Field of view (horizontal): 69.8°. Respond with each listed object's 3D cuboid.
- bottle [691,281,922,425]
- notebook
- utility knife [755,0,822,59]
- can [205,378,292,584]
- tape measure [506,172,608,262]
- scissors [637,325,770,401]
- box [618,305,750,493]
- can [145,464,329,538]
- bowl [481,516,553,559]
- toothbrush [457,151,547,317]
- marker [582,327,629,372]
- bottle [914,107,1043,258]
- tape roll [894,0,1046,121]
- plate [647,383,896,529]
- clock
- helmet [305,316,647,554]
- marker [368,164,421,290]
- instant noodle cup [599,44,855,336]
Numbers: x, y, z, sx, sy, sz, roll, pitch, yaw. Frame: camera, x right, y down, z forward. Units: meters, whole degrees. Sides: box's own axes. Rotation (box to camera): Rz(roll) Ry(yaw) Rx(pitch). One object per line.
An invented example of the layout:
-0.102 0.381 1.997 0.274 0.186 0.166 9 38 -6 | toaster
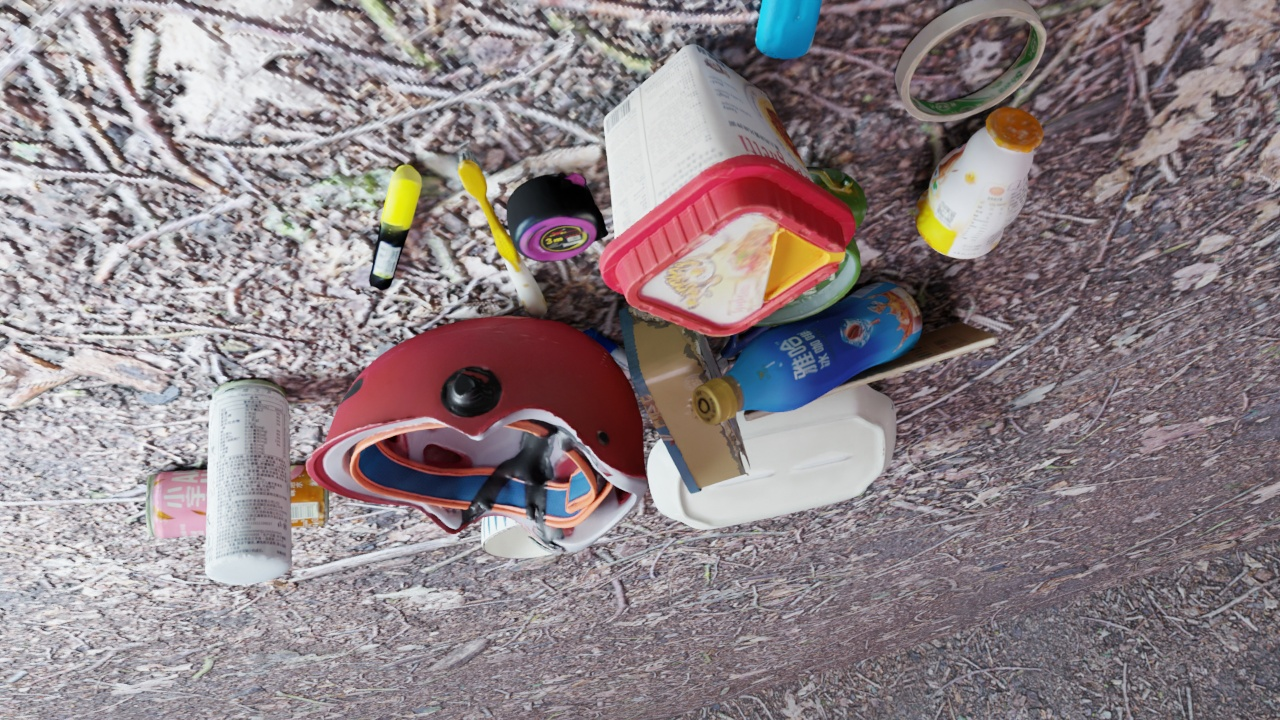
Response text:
0.129 -0.002 0.702 0.218 0.065 0.065 -23 161 -34 | bottle
0.192 0.007 0.803 0.208 0.008 0.147 -19 -176 10 | notebook
0.080 -0.215 0.424 0.034 0.018 0.188 -19 153 -12 | utility knife
-0.293 0.090 0.689 0.058 0.146 0.058 -10 152 -6 | can
-0.055 -0.090 0.575 0.057 0.039 0.058 -22 155 16 | tape measure
0.077 -0.003 0.799 0.163 0.012 0.161 -13 148 -12 | scissors
0.040 0.032 0.748 0.061 0.089 0.184 -16 134 7 | box
-0.356 0.125 0.820 0.147 0.057 0.058 -1 150 -21 | can
-0.113 0.162 0.977 0.116 0.066 0.117 -9 152 -5 | bowl
-0.089 -0.077 0.612 0.016 0.018 0.191 -12 154 3 | toothbrush
-0.005 0.005 0.789 0.017 0.016 0.145 -26 149 22 | marker
0.227 -0.118 0.612 0.063 0.063 0.109 -7 152 -10 | bottle
0.195 -0.177 0.544 0.086 0.014 0.086 -9 152 -5 | tape roll
0.141 0.106 0.937 0.265 0.034 0.162 -10 123 -5 | plate
0.096 -0.081 0.633 0.116 0.056 0.161 -15 152 2 | clock
-0.112 0.042 0.690 0.240 0.143 0.207 10 149 -8 | helmet
-0.156 -0.080 0.579 0.018 0.015 0.124 1 152 -24 | marker
0.039 -0.096 0.512 0.117 0.124 0.116 -33 147 33 | instant noodle cup
